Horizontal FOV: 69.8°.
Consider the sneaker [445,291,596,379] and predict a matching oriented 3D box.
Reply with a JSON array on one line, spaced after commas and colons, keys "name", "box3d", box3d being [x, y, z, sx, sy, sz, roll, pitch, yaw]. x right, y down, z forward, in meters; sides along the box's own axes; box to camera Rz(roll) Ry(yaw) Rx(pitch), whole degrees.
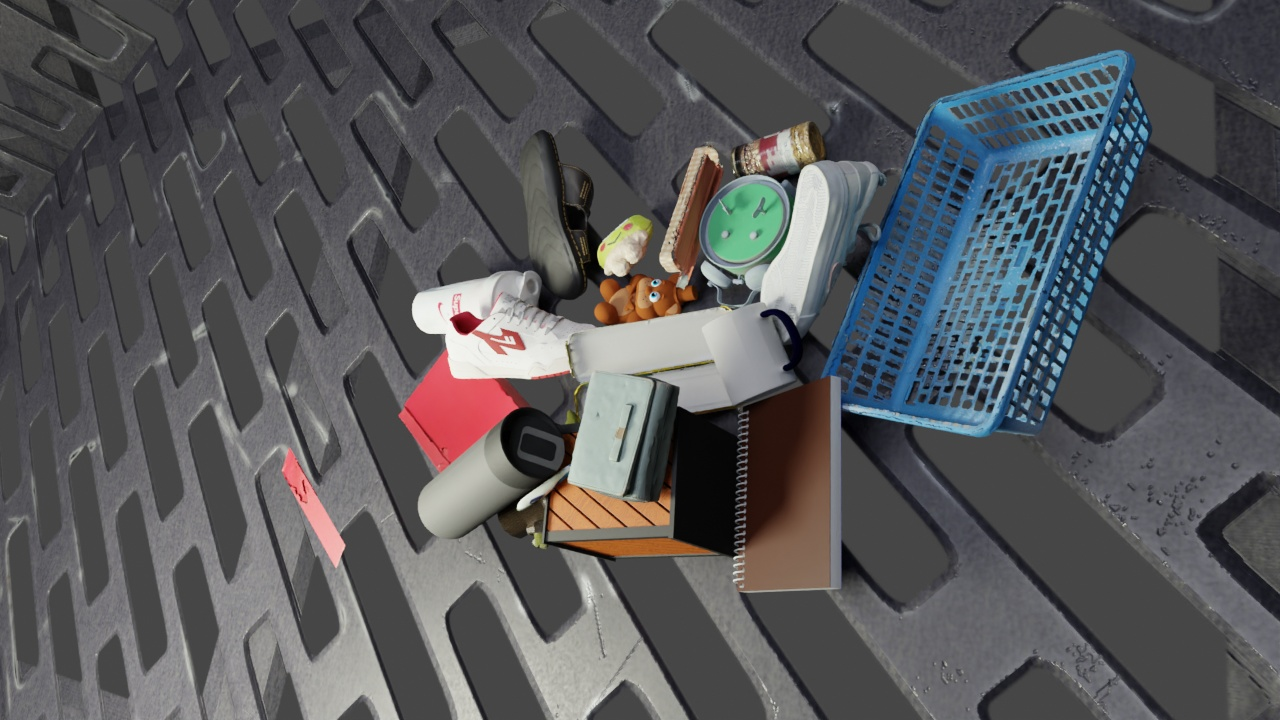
[{"name": "sneaker", "box3d": [-0.156, -0.039, 1.212, 0.237, 0.090, 0.104, -2, 110, 27]}]

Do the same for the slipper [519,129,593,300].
[{"name": "slipper", "box3d": [-0.113, -0.209, 1.322, 0.113, 0.075, 0.267, -36, 61, 49]}]

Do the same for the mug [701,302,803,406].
[{"name": "mug", "box3d": [0.134, -0.012, 1.033, 0.112, 0.078, 0.097, -30, 78, 45]}]

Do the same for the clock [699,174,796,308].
[{"name": "clock", "box3d": [0.131, -0.142, 1.115, 0.122, 0.075, 0.161, 8, 77, 38]}]

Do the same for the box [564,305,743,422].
[{"name": "box", "box3d": [0.018, 0.011, 1.105, 0.210, 0.036, 0.129, -10, 82, 6]}]

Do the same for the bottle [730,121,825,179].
[{"name": "bottle", "box3d": [0.172, -0.255, 1.144, 0.105, 0.056, 0.056, -13, 65, 31]}]

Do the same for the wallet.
[{"name": "wallet", "box3d": [-0.018, 0.077, 0.956, 0.100, 0.054, 0.131, 7, 80, 28]}]

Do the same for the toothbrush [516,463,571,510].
[{"name": "toothbrush", "box3d": [-0.067, 0.117, 1.010, 0.189, 0.016, 0.017, -36, 65, 19]}]

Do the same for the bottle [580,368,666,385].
[{"name": "bottle", "box3d": [-0.007, 0.007, 1.157, 0.131, 0.061, 0.061, -37, 88, 18]}]

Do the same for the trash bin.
[{"name": "trash bin", "box3d": [0.004, 0.148, 1.049, 0.172, 0.139, 0.139, -10, 66, 33]}]

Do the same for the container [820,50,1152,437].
[{"name": "container", "box3d": [0.335, -0.096, 0.893, 0.257, 0.089, 0.362, 11, 77, 66]}]

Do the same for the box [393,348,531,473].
[{"name": "box", "box3d": [-0.240, 0.082, 1.309, 0.214, 0.164, 0.153, 43, 143, 40]}]

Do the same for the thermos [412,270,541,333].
[{"name": "thermos", "box3d": [-0.239, -0.076, 1.351, 0.221, 0.099, 0.099, -2, 71, 40]}]

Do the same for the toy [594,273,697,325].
[{"name": "toy", "box3d": [0.009, -0.079, 1.188, 0.128, 0.065, 0.094, -11, 57, 26]}]

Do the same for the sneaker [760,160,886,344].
[{"name": "sneaker", "box3d": [0.203, -0.113, 1.008, 0.243, 0.090, 0.089, 102, 150, -44]}]

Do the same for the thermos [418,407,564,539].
[{"name": "thermos", "box3d": [-0.180, 0.138, 1.081, 0.241, 0.082, 0.082, -38, 50, 47]}]

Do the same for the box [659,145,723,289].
[{"name": "box", "box3d": [0.070, -0.182, 1.161, 0.042, 0.083, 0.186, 2, 60, 35]}]

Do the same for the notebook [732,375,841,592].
[{"name": "notebook", "box3d": [0.152, 0.136, 0.971, 0.172, 0.022, 0.208, -28, 55, 59]}]

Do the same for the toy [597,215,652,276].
[{"name": "toy", "box3d": [-0.019, -0.151, 1.231, 0.092, 0.046, 0.115, -39, 25, 16]}]

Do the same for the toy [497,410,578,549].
[{"name": "toy", "box3d": [-0.117, 0.166, 1.170, 0.153, 0.078, 0.179, -22, 61, 21]}]
